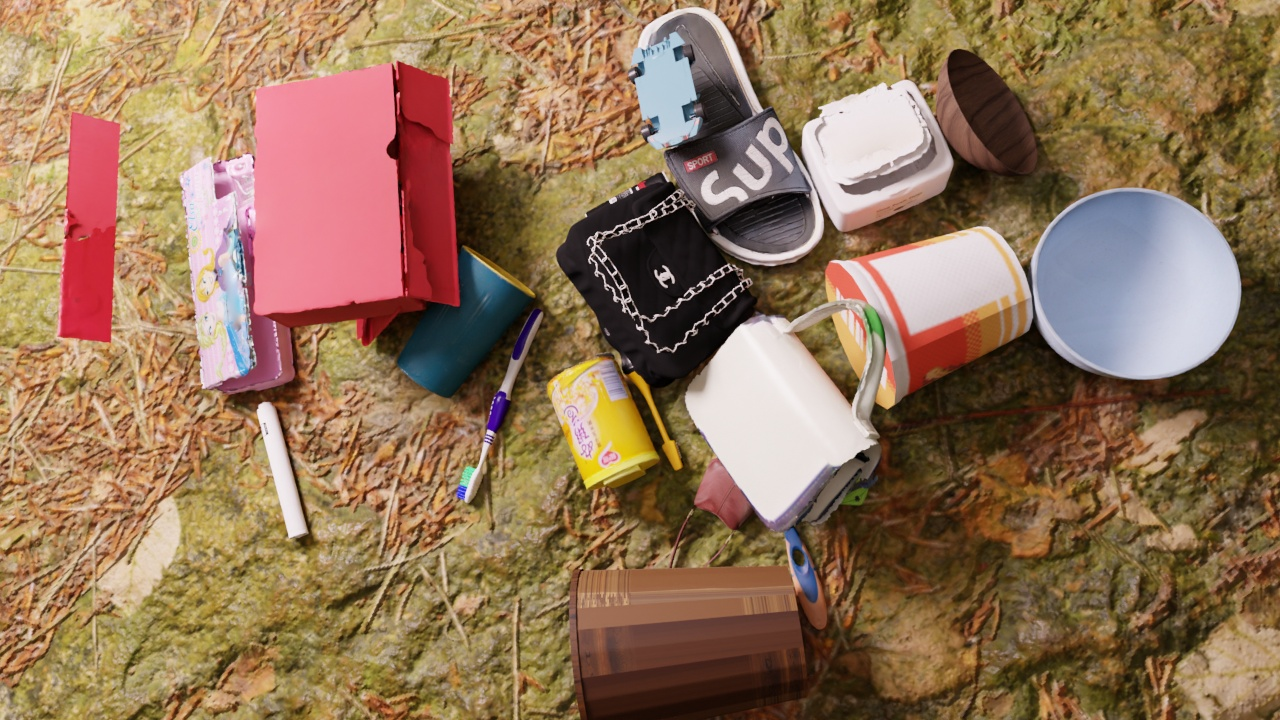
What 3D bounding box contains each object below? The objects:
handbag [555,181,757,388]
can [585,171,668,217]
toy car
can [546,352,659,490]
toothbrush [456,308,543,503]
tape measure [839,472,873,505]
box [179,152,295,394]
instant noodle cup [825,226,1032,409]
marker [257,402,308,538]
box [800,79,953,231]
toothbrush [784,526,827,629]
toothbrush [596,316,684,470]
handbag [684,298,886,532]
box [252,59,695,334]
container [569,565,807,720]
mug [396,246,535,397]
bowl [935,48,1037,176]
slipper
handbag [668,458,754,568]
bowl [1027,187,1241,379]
[{"bbox_3d":[0.023,-0.073,0.756,0.125,0.115,0.153,-37,88,-18],"label":"handbag"},{"bbox_3d":[-0.008,-0.138,0.829,0.080,0.031,0.031,-28,77,5],"label":"can"},{"bbox_3d":[0.026,-0.226,0.790,0.060,0.027,0.107,-17,68,18],"label":"toy car"},{"bbox_3d":[-0.032,0.054,0.785,0.068,0.067,0.105,-25,77,5],"label":"can"},{"bbox_3d":[-0.127,0.039,0.831,0.016,0.015,0.186,18,84,17],"label":"toothbrush"},{"bbox_3d":[0.160,0.091,0.759,0.066,0.036,0.058,-2,80,10],"label":"tape measure"},{"bbox_3d":[-0.394,-0.085,0.875,0.085,0.063,0.230,-12,79,8],"label":"box"},{"bbox_3d":[0.230,-0.042,0.731,0.121,0.123,0.123,-21,78,-1],"label":"instant noodle cup"},{"bbox_3d":[-0.336,0.102,0.859,0.020,0.017,0.133,-31,74,42],"label":"marker"},{"bbox_3d":[0.197,-0.181,0.764,0.108,0.102,0.102,-22,79,4],"label":"box"},{"bbox_3d":[0.130,0.157,0.767,0.021,0.017,0.135,-19,81,11],"label":"toothbrush"},{"bbox_3d":[-0.005,0.005,0.807,0.031,0.030,0.196,-27,79,20],"label":"toothbrush"},{"bbox_3d":[0.133,0.026,0.712,0.151,0.073,0.176,55,128,32],"label":"handbag"},{"bbox_3d":[-0.127,-0.137,0.832,0.424,0.128,0.212,-1,75,-22],"label":"box"},{"bbox_3d":[0.038,0.221,0.720,0.167,0.132,0.132,-8,80,3],"label":"container"},{"bbox_3d":[-0.160,-0.031,0.821,0.078,0.078,0.121,36,94,14],"label":"mug"},{"bbox_3d":[0.280,-0.198,0.762,0.032,0.119,0.119,-32,73,45],"label":"bowl"},{"bbox_3d":[0.072,-0.203,0.811,0.111,0.063,0.263,-22,75,6],"label":"slipper"},{"bbox_3d":[0.055,0.146,0.778,0.055,0.029,0.119,32,93,15],"label":"handbag"},{"bbox_3d":[0.372,-0.052,0.720,0.150,0.075,0.150,-1,80,3],"label":"bowl"}]
